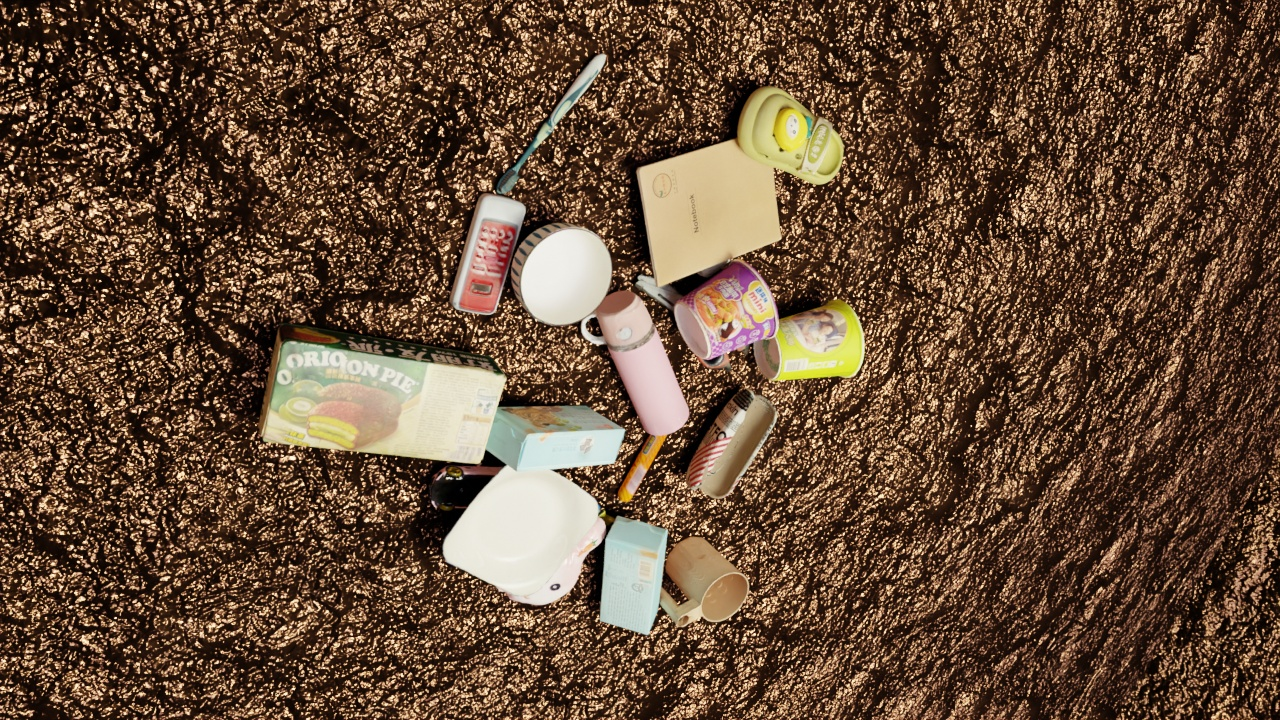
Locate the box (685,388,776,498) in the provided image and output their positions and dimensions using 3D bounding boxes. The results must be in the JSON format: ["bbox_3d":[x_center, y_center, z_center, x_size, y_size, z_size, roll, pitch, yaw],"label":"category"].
[{"bbox_3d":[0.132,0.121,1.301,0.087,0.076,0.163,28,95,-18],"label":"box"}]

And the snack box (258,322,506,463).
[{"bbox_3d":[-0.277,0.039,0.994,0.239,0.063,0.114,9,107,-27],"label":"snack box"}]

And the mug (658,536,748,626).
[{"bbox_3d":[0.079,0.328,1.348,0.124,0.103,0.084,-24,123,-20],"label":"mug"}]

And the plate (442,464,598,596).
[{"bbox_3d":[-0.149,0.202,1.136,0.164,0.034,0.163,38,92,-34],"label":"plate"}]

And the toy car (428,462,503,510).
[{"bbox_3d":[-0.202,0.155,1.131,0.122,0.037,0.056,6,108,-30],"label":"toy car"}]

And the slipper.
[{"bbox_3d":[0.204,-0.276,1.137,0.190,0.082,0.091,15,91,-42],"label":"slipper"}]

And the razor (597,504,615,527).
[{"bbox_3d":[-0.034,0.231,1.281,0.043,0.022,0.142,-46,129,14],"label":"razor"}]

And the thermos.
[{"bbox_3d":[-0.007,0.007,1.166,0.087,0.067,0.199,-17,126,11],"label":"thermos"}]

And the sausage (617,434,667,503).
[{"bbox_3d":[0.011,0.126,1.258,0.021,0.021,0.165,23,99,-38],"label":"sausage"}]

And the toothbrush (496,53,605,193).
[{"bbox_3d":[-0.097,-0.258,1.004,0.016,0.018,0.191,37,91,-38],"label":"toothbrush"}]

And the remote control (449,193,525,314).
[{"bbox_3d":[-0.171,-0.117,1.026,0.055,0.020,0.136,10,108,-34],"label":"remote control"}]

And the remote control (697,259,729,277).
[{"bbox_3d":[0.076,-0.164,1.154,0.049,0.024,0.125,-38,126,-14],"label":"remote control"}]

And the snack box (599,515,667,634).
[{"bbox_3d":[-0.011,0.299,1.273,0.051,0.074,0.175,-59,159,-52],"label":"snack box"}]

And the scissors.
[{"bbox_3d":[0.063,-0.046,1.209,0.208,0.015,0.186,-11,118,-28],"label":"scissors"}]

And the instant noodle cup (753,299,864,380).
[{"bbox_3d":[0.227,-0.021,1.274,0.123,0.111,0.112,-10,118,-19],"label":"instant noodle cup"}]

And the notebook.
[{"bbox_3d":[0.091,-0.190,1.133,0.207,0.008,0.148,-23,116,-30],"label":"notebook"}]

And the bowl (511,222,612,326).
[{"bbox_3d":[-0.097,-0.104,1.049,0.116,0.066,0.117,-15,120,-27],"label":"bowl"}]

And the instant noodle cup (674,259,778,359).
[{"bbox_3d":[0.104,-0.058,1.158,0.099,0.111,0.112,-28,125,-18],"label":"instant noodle cup"}]

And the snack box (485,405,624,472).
[{"bbox_3d":[-0.104,0.092,1.108,0.174,0.074,0.052,2,110,-51],"label":"snack box"}]

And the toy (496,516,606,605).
[{"bbox_3d":[-0.122,0.255,1.215,0.159,0.054,0.121,-48,119,1],"label":"toy"}]
